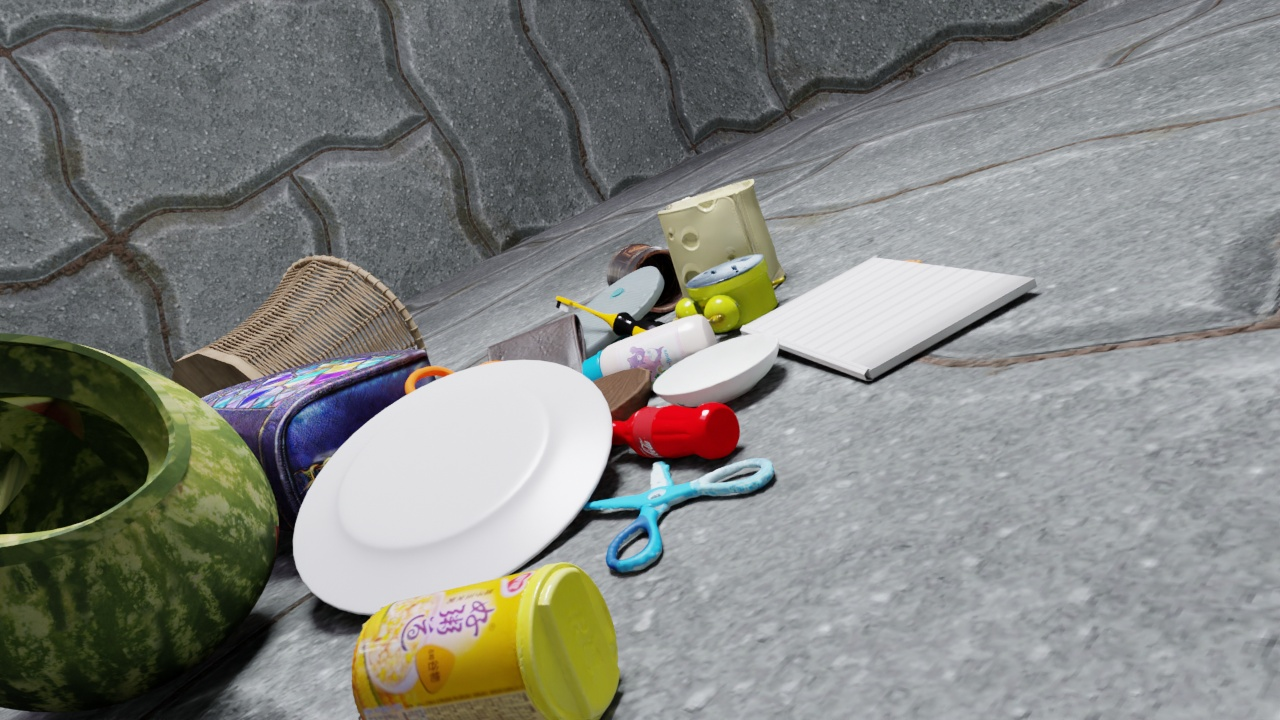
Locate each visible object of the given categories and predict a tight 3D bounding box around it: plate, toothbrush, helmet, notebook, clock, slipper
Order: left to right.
[{"bbox_3d":[-0.372,0.120,0.613,0.243,0.212,0.248,4,-40,-20],"label":"helmet"},{"bbox_3d":[-0.137,0.074,0.651,0.243,0.016,0.242,-14,36,11],"label":"plate"},{"bbox_3d":[-0.061,-0.001,0.949,0.268,0.055,0.098,-42,24,-22],"label":"slipper"},{"bbox_3d":[-0.016,-0.035,0.889,0.197,0.031,0.031,23,12,40],"label":"toothbrush"},{"bbox_3d":[0.062,0.013,0.715,0.104,0.026,0.104,-22,13,5],"label":"plate"},{"bbox_3d":[0.081,-0.061,0.895,0.118,0.057,0.083,-31,16,-30],"label":"clock"},{"bbox_3d":[0.180,-0.039,0.719,0.142,0.009,0.210,-28,17,-11],"label":"notebook"}]

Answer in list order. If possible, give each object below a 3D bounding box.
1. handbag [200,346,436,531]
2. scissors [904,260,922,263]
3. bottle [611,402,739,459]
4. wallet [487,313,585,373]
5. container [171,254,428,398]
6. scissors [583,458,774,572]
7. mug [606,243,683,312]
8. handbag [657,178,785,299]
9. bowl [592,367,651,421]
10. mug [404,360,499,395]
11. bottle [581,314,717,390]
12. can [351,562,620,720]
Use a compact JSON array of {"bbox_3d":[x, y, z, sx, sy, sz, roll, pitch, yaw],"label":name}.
[{"bbox_3d":[-0.299,0.078,0.816,0.205,0.125,0.221,-3,18,43],"label":"handbag"},{"bbox_3d":[0.189,-0.060,0.810,0.128,0.013,0.064,-21,14,10],"label":"scissors"},{"bbox_3d":[0.016,0.049,0.633,0.036,0.036,0.119,-34,16,-35],"label":"bottle"},{"bbox_3d":[-0.099,0.012,0.883,0.099,0.031,0.119,-21,45,10],"label":"wallet"},{"bbox_3d":[-0.397,0.021,1.068,0.227,0.227,0.195,-14,24,36],"label":"container"},{"bbox_3d":[0.011,0.089,0.549,0.134,0.011,0.137,-11,20,35],"label":"scissors"},{"bbox_3d":[0.027,-0.101,1.121,0.115,0.080,0.107,0,9,-16],"label":"mug"},{"bbox_3d":[0.086,-0.121,0.991,0.111,0.119,0.081,-13,19,26],"label":"handbag"},{"bbox_3d":[-0.039,0.047,0.738,0.118,0.030,0.117,-26,14,7],"label":"bowl"},{"bbox_3d":[-0.150,0.043,0.786,0.078,0.112,0.095,-56,0,25],"label":"mug"},{"bbox_3d":[-0.005,0.005,0.805,0.146,0.051,0.051,-20,14,17],"label":"bottle"},{"bbox_3d":[-0.068,0.131,0.403,0.105,0.068,0.067,-18,15,24],"label":"can"}]
